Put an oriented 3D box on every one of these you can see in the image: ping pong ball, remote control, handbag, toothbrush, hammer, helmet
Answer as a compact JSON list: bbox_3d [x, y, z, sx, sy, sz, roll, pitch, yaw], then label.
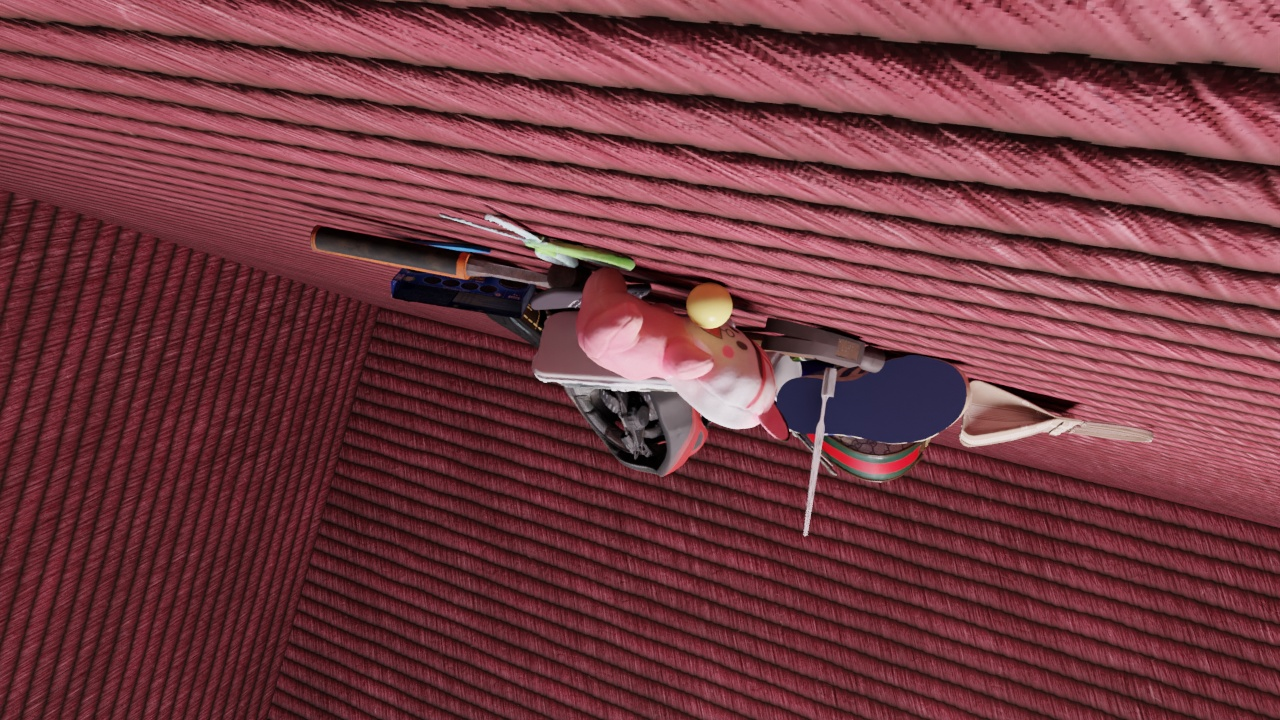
[{"bbox_3d":[0.060,-0.048,0.795,0.040,0.040,0.040,15,177,0],"label":"ping pong ball"},{"bbox_3d":[-0.049,-0.061,0.894,0.124,0.009,0.047,-5,165,-32],"label":"remote control"},{"bbox_3d":[0.277,0.069,1.136,0.166,0.138,0.063,34,149,36],"label":"handbag"},{"bbox_3d":[0.468,0.074,1.038,0.198,0.062,0.175,7,174,19],"label":"handbag"},{"bbox_3d":[0.190,0.097,0.976,0.010,0.181,0.010,10,177,-20],"label":"toothbrush"},{"bbox_3d":[-0.199,-0.102,0.975,0.315,0.035,0.137,11,176,12],"label":"hammer"},{"bbox_3d":[0.141,-0.020,1.039,0.115,0.033,0.323,14,178,-21],"label":"hammer"},{"bbox_3d":[-0.005,0.031,1.175,0.166,0.217,0.272,-32,-155,-27],"label":"helmet"},{"bbox_3d":[-0.219,-0.123,1.021,0.167,0.014,0.016,11,176,44],"label":"toothbrush"}]

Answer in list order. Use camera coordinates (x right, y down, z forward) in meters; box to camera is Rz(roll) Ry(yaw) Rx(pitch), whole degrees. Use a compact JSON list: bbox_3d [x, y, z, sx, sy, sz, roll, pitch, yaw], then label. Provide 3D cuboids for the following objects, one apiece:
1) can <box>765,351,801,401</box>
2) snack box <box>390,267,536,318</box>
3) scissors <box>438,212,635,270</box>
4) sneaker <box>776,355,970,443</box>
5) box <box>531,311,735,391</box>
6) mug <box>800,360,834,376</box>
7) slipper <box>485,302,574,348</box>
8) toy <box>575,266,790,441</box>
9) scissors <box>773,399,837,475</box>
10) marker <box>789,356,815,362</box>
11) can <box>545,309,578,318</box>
[{"bbox_3d":[0.136,0.012,1.199,0.136,0.078,0.078,12,176,43],"label":"can"},{"bbox_3d":[-0.200,-0.086,1.051,0.150,0.027,0.082,9,-151,1],"label":"snack box"},{"bbox_3d":[-0.089,-0.100,0.793,0.171,0.023,0.167,17,-177,-6],"label":"scissors"},{"bbox_3d":[0.277,0.042,1.001,0.118,0.091,0.234,-3,174,-43],"label":"sneaker"},{"bbox_3d":[-0.008,0.006,0.969,0.215,0.107,0.124,0,-156,9],"label":"box"},{"bbox_3d":[0.225,0.031,1.262,0.084,0.079,0.111,14,-155,22],"label":"mug"},{"bbox_3d":[-0.136,-0.058,1.278,0.113,0.075,0.267,18,165,49],"label":"slipper"},{"bbox_3d":[0.043,-0.004,0.847,0.213,0.084,0.142,23,-160,-20],"label":"toy"},{"bbox_3d":[0.157,0.056,1.086,0.179,0.015,0.187,35,-166,-51],"label":"scissors"},{"bbox_3d":[0.203,-0.008,1.075,0.017,0.017,0.146,15,176,-7],"label":"marker"},{"bbox_3d":[-0.129,-0.058,1.436,0.135,0.054,0.054,15,177,5],"label":"can"}]
